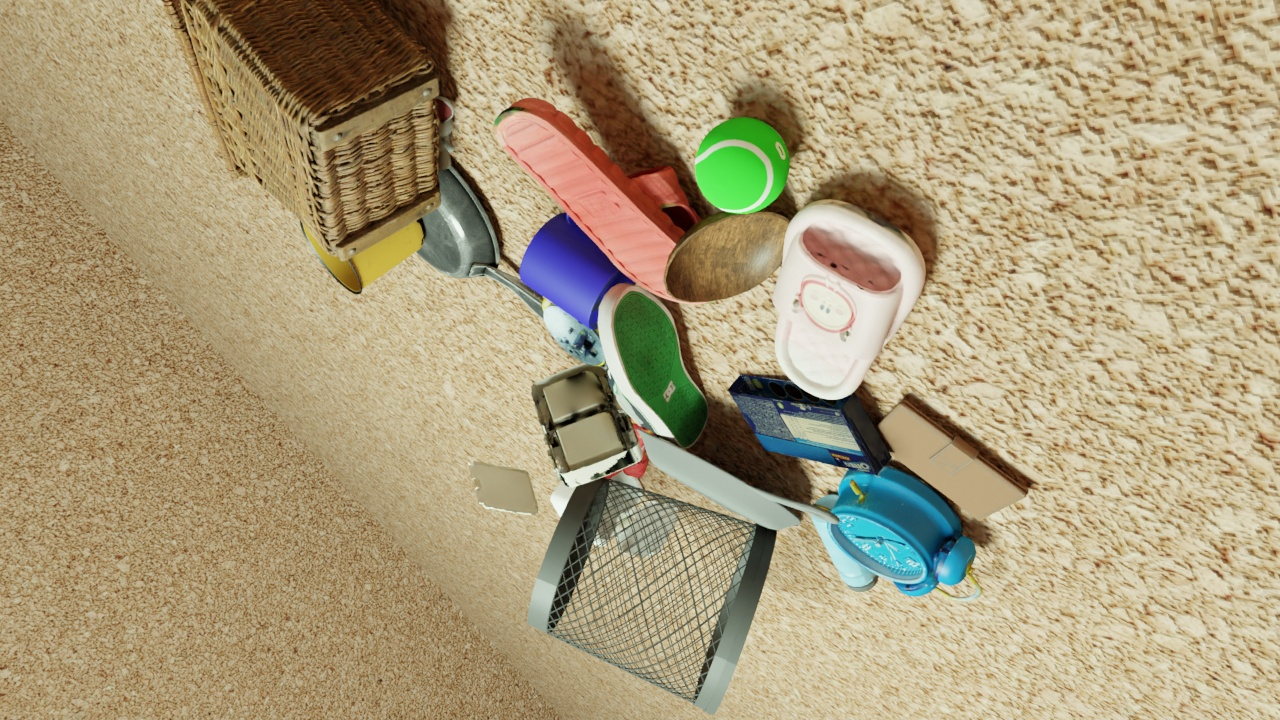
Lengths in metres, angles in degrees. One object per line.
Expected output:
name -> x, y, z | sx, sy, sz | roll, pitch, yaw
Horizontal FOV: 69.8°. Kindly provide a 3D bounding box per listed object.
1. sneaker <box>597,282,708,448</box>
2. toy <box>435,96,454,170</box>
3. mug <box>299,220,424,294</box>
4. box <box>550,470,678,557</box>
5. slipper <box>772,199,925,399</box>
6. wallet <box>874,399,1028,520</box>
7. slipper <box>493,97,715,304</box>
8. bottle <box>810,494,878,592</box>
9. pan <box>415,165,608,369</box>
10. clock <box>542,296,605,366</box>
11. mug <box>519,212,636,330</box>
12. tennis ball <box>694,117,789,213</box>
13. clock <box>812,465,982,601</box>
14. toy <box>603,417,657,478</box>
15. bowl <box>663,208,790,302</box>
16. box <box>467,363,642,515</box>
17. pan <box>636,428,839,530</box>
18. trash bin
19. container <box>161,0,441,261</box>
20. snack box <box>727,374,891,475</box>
sneaker -> -0.005, 0.006, 0.907 | 0.079, 0.084, 0.235 | 19, 155, 32
toy -> -0.197, -0.230, 0.894 | 0.049, 0.030, 0.112 | 51, 156, 16
mug -> -0.304, -0.148, 1.000 | 0.100, 0.094, 0.124 | 32, 150, 32
box -> -0.023, 0.196, 1.203 | 0.137, 0.108, 0.121 | 16, 144, 43
slipper -> 0.143, -0.038, 0.694 | 0.107, 0.055, 0.222 | 35, 153, 18
wallet -> 0.254, 0.085, 0.771 | 0.121, 0.013, 0.087 | 38, 157, 10
slipper -> -0.011, -0.134, 0.754 | 0.104, 0.059, 0.248 | 1, 146, 50
bottle -> 0.216, 0.195, 0.955 | 0.040, 0.040, 0.130 | 11, 140, 46
pan -> -0.170, -0.108, 1.029 | 0.357, 0.055, 0.188 | 46, 154, 2
clock -> -0.064, -0.048, 0.952 | 0.119, 0.057, 0.083 | 41, 154, 2
mug -> -0.051, -0.096, 0.856 | 0.083, 0.079, 0.111 | 35, 125, 15
tennis ball -> 0.070, -0.135, 0.636 | 0.065, 0.065, 0.065 | 32, 152, 20
clock -> 0.245, 0.164, 0.848 | 0.161, 0.060, 0.117 | 38, 153, 7
toy -> -0.027, 0.066, 1.088 | 0.133, 0.088, 0.094 | 51, 124, 27
bowl -> 0.064, -0.087, 0.708 | 0.114, 0.102, 0.026 | 113, 145, -56
box -> -0.098, 0.095, 1.030 | 0.070, 0.186, 0.143 | 73, 177, -46
pan -> 0.101, 0.137, 0.932 | 0.216, 0.024, 0.355 | 32, 170, -16
trash bin -> 0.012, 0.257, 1.059 | 0.227, 0.217, 0.218 | 20, 149, 7
container -> -0.286, -0.228, 0.839 | 0.183, 0.162, 0.250 | 47, 155, 15
snack box -> 0.152, 0.057, 0.842 | 0.150, 0.027, 0.082 | 10, 140, 56
